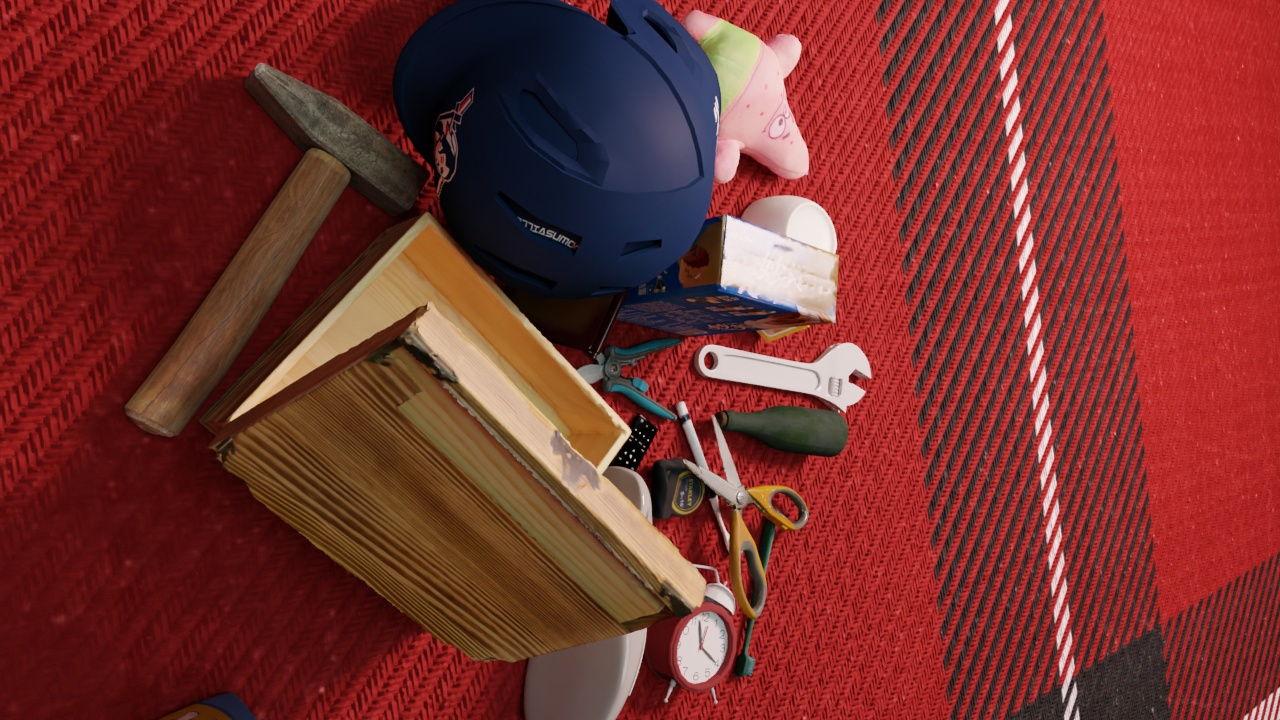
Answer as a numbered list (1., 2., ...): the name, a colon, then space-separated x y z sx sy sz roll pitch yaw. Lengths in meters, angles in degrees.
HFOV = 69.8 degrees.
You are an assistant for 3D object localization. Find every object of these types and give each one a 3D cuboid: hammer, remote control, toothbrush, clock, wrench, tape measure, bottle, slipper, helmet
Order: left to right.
1. hammer: -0.305 -0.078 0.721 0.158 0.037 0.300 37 67 -29
2. helmet: -0.072 -0.165 0.735 0.272 0.233 0.222 28 50 -9
3. slipper: -0.031 0.237 0.874 0.080 0.113 0.265 23 74 -53
4. remote control: -0.024 0.120 0.935 0.030 0.009 0.139 42 65 -27
5. tape measure: 0.037 0.133 0.965 0.061 0.034 0.062 3 98 -32
6. clock: 0.054 0.284 0.961 0.096 0.048 0.137 16 80 -35
7. toothbrush: 0.076 0.130 1.004 0.187 0.017 0.012 69 24 -12
8. toothbrush: 0.135 0.263 1.041 0.017 0.016 0.189 21 76 -31
9. bottle: 0.156 0.076 1.043 0.174 0.055 0.055 9 82 -32
10. wrench: 0.174 0.006 1.081 0.272 0.018 0.086 11 81 -34

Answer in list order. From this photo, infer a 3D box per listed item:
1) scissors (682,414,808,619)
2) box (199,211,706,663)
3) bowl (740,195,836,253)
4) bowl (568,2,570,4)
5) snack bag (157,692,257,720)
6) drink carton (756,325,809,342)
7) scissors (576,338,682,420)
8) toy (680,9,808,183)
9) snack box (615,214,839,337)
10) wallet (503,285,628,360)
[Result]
1. scissors: 0.112 0.172 0.992 0.225 0.016 0.216 32 61 -38
2. box: -0.127 0.074 0.676 0.279 0.324 0.283 49 64 -26
3. bowl: 0.174 -0.136 1.057 0.116 0.066 0.116 2 87 -37
4. bowl: -0.098 -0.281 0.837 0.150 0.151 0.077 2 129 -36
5. snack bag: -0.340 0.323 0.603 0.204 0.159 0.102 -20 100 -34
6. drink carton: 0.132 -0.081 1.022 0.122 0.059 0.040 43 46 -27
7. scissors: -0.005 0.007 0.949 0.154 0.019 0.124 45 63 -27
8. toy: 0.118 -0.274 1.009 0.236 0.097 0.192 36 76 -38
9. snack box: 0.063 -0.073 0.884 0.154 0.203 0.069 12 80 -37
10. wallet: -0.073 -0.055 0.848 0.091 0.116 0.018 -66 155 -19
